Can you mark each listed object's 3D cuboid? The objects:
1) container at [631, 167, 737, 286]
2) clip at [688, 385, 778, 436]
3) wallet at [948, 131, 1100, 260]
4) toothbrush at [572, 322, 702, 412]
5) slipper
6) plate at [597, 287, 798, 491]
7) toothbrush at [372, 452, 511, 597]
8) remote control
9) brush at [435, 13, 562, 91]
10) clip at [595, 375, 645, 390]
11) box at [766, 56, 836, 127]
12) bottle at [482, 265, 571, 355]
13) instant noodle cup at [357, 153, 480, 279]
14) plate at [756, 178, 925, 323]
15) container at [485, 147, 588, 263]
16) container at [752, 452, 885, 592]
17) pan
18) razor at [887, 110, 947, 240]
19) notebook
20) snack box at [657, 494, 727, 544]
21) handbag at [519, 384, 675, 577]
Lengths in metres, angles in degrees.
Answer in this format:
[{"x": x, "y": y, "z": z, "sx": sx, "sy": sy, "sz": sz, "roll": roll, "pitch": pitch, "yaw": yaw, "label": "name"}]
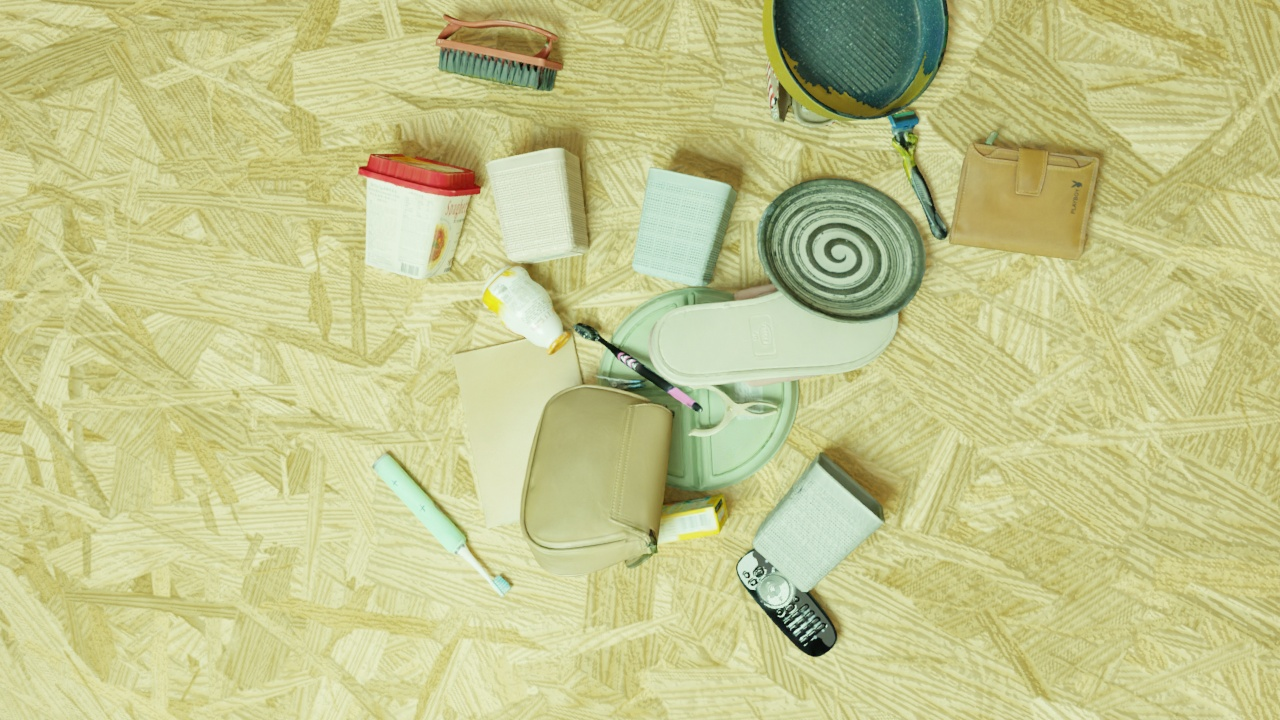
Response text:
[{"x": 0.046, "y": -0.141, "z": 0.993, "sx": 0.090, "sy": 0.090, "sz": 0.111, "roll": 14, "pitch": 97, "yaw": 11, "label": "container"}, {"x": 0.089, "y": 0.061, "z": 0.989, "sx": 0.099, "sy": 0.035, "sz": 0.098, "roll": 28, "pitch": 92, "yaw": 2, "label": "clip"}, {"x": 0.397, "y": -0.171, "z": 0.951, "sx": 0.131, "sy": 0.035, "sz": 0.119, "roll": 9, "pitch": 99, "yaw": 11, "label": "wallet"}, {"x": -0.006, "y": 0.006, "z": 1.003, "sx": 0.189, "sy": 0.017, "sz": 0.014, "roll": 34, "pitch": 108, "yaw": 28, "label": "toothbrush"}, {"x": 0.141, "y": -0.028, "z": 0.968, "sx": 0.274, "sy": 0.054, "sz": 0.114, "roll": -11, "pitch": 78, "yaw": -12, "label": "slipper"}, {"x": 0.060, "y": 0.033, "z": 1.025, "sx": 0.230, "sy": 0.027, "sz": 0.230, "roll": 0, "pitch": 92, "yaw": 11, "label": "plate"}, {"x": -0.237, "y": 0.197, "z": 1.089, "sx": 0.027, "sy": 0.026, "sz": 0.224, "roll": -43, "pitch": 83, "yaw": -13, "label": "toothbrush"}, {"x": 0.161, "y": 0.265, "z": 1.011, "sx": 0.053, "sy": 0.024, "sz": 0.136, "roll": -43, "pitch": 82, "yaw": 11, "label": "remote control"}, {"x": -0.165, "y": -0.353, "z": 1.043, "sx": 0.146, "sy": 0.063, "sz": 0.069, "roll": 15, "pitch": 106, "yaw": 12, "label": "brush"}, {"x": -0.023, "y": 0.025, "z": 1.017, "sx": 0.057, "sy": 0.024, "sz": 0.028, "roll": -3, "pitch": 87, "yaw": 18, "label": "clip"}, {"x": 0.180, "y": -0.332, "z": 0.965, "sx": 0.085, "sy": 0.075, "sz": 0.162, "roll": 4, "pitch": 91, "yaw": 16, "label": "box"}, {"x": -0.128, "y": -0.055, "z": 1.042, "sx": 0.108, "sy": 0.063, "sz": 0.063, "roll": 45, "pitch": 99, "yaw": 8, "label": "bottle"}, {"x": -0.257, "y": -0.164, "z": 1.047, "sx": 0.117, "sy": 0.116, "sz": 0.124, "roll": 16, "pitch": 106, "yaw": 11, "label": "instant noodle cup"}, {"x": 0.208, "y": -0.114, "z": 0.963, "sx": 0.179, "sy": 0.024, "sz": 0.179, "roll": 3, "pitch": 65, "yaw": -6, "label": "plate"}, {"x": -0.111, "y": -0.169, "z": 1.025, "sx": 0.090, "sy": 0.090, "sz": 0.111, "roll": -8, "pitch": 93, "yaw": 11, "label": "container"}, {"x": 0.185, "y": 0.173, "z": 0.973, "sx": 0.090, "sy": 0.090, "sz": 0.114, "roll": 42, "pitch": 102, "yaw": 8, "label": "container"}, {"x": 0.161, "y": -0.386, "z": 0.896, "sx": 0.357, "sy": 0.078, "sz": 0.197, "roll": 35, "pitch": 84, "yaw": -16, "label": "pan"}, {"x": 0.296, "y": -0.194, "z": 0.975, "sx": 0.042, "sy": 0.022, "sz": 0.142, "roll": -20, "pitch": 91, "yaw": -33, "label": "razor"}, {"x": -0.130, "y": 0.081, "z": 1.073, "sx": 0.149, "sy": 0.012, "sz": 0.211, "roll": -12, "pitch": 89, "yaw": 10, "label": "notebook"}, {"x": 0.022, "y": 0.179, "z": 1.006, "sx": 0.140, "sy": 0.087, "sz": 0.033, "roll": -11, "pitch": 89, "yaw": 11, "label": "snack box"}, {"x": -0.043, "y": 0.125, "z": 0.956, "sx": 0.148, "sy": 0.100, "sz": 0.204, "roll": 0, "pitch": 53, "yaw": 14, "label": "handbag"}]
